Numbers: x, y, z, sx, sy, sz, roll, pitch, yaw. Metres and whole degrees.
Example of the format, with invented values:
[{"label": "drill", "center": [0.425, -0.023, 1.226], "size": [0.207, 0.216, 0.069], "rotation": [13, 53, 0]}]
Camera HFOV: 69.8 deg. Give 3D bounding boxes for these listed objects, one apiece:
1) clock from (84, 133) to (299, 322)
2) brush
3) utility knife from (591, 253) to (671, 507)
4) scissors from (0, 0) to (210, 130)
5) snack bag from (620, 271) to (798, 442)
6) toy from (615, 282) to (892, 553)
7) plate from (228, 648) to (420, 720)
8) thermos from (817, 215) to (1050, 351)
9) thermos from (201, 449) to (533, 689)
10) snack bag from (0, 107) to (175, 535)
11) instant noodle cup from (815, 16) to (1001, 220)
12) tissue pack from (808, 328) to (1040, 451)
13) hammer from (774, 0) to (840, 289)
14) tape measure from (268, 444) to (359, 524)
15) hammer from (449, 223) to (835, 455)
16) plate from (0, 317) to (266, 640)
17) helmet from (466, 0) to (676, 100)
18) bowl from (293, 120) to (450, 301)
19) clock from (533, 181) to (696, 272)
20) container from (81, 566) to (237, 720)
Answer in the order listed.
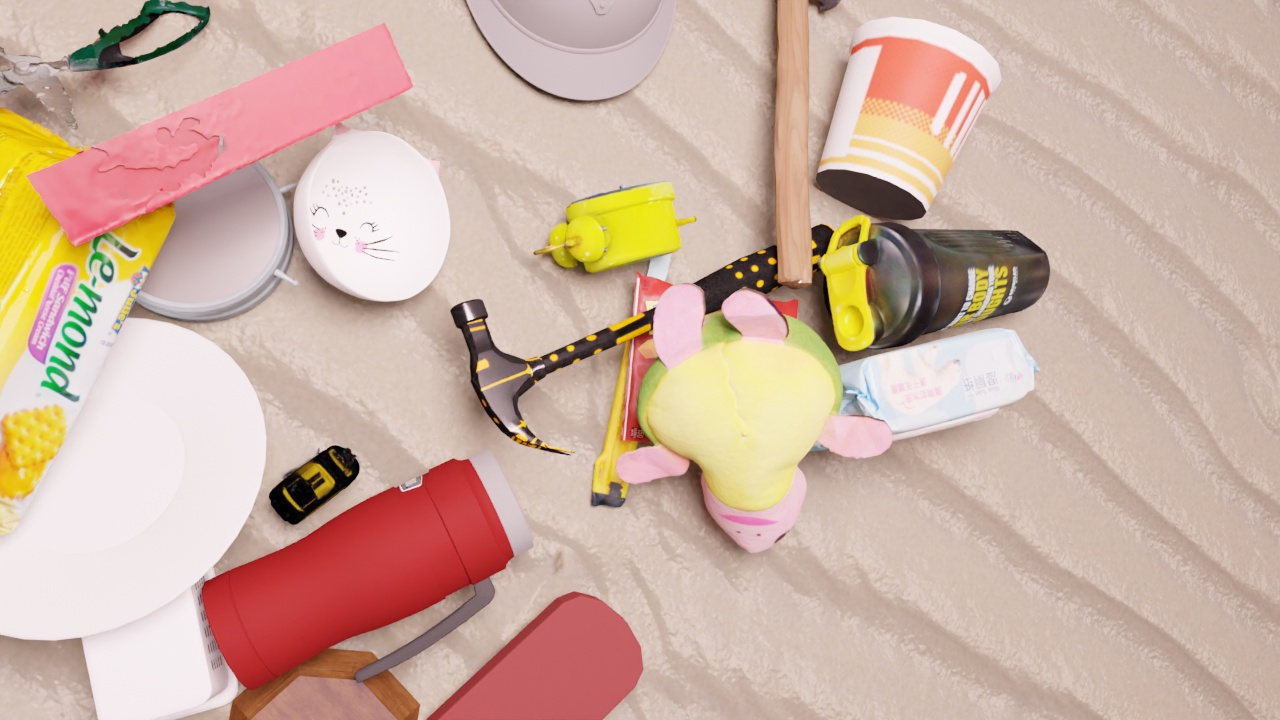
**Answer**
[{"label": "clock", "center": [-0.311, -0.089, 0.613], "size": [0.159, 0.045, 0.122], "rotation": [3, 83, -18]}, {"label": "brush", "center": [-0.080, 0.243, 0.655], "size": [0.173, 0.042, 0.082], "rotation": [-41, 97, -16]}, {"label": "utility knife", "center": [-0.004, 0.004, 0.716], "size": [0.030, 0.019, 0.224], "rotation": [16, 77, -23]}, {"label": "scissors", "center": [-0.395, -0.208, 0.582], "size": [0.204, 0.015, 0.201], "rotation": [24, 44, 5]}, {"label": "snack bag", "center": [0.056, 0.006, 0.719], "size": [0.144, 0.039, 0.130], "rotation": [8, 82, -22]}, {"label": "toy", "center": [0.072, 0.043, 0.639], "size": [0.190, 0.087, 0.238], "rotation": [-12, 128, 8]}, {"label": "plate", "center": [-0.215, 0.260, 0.620], "size": [0.131, 0.025, 0.131], "rotation": [2, 85, -17]}, {"label": "thermos", "center": [0.234, -0.066, 0.731], "size": [0.220, 0.098, 0.098], "rotation": [-9, 88, -35]}, {"label": "thermos", "center": [-0.171, 0.146, 0.612], "size": [0.198, 0.084, 0.108], "rotation": [-25, 85, -16]}, {"label": "snack bag", "center": [-0.393, -0.035, 0.537], "size": [0.160, 0.068, 0.247], "rotation": [21, 83, 13]}, {"label": "instant noodle cup", "center": [0.209, -0.190, 0.749], "size": [0.123, 0.123, 0.121], "rotation": [23, 86, -14]}, {"label": "tissue pack", "center": [0.203, 0.027, 0.714], "size": [0.181, 0.112, 0.070], "rotation": [-12, 84, -26]}, {"label": "hammer", "center": [0.120, -0.213, 0.728], "size": [0.098, 0.052, 0.327], "rotation": [8, 73, -16]}, {"label": "tape measure", "center": [-0.219, 0.081, 0.616], "size": [0.061, 0.062, 0.034], "rotation": [-40, 94, -18]}, {"label": "hammer", "center": [0.025, -0.034, 0.676], "size": [0.319, 0.036, 0.123], "rotation": [-23, 85, -25]}, {"label": "plate", "center": [-0.341, 0.068, 0.573], "size": [0.208, 0.015, 0.208], "rotation": [2, 64, -4]}, {"label": "helmet", "center": [-0.044, -0.342, 0.679], "size": [0.183, 0.118, 0.271], "rotation": [-8, 85, -18]}, {"label": "bowl", "center": [-0.192, -0.096, 0.634], "size": [0.114, 0.051, 0.114], "rotation": [2, 87, -51]}, {"label": "clock", "center": [-0.024, -0.098, 0.683], "size": [0.119, 0.083, 0.057], "rotation": [-15, 95, -20]}, {"label": "container", "center": [-0.313, 0.171, 0.586], "size": [0.080, 0.050, 0.129], "rotation": [-12, 89, -18]}]
